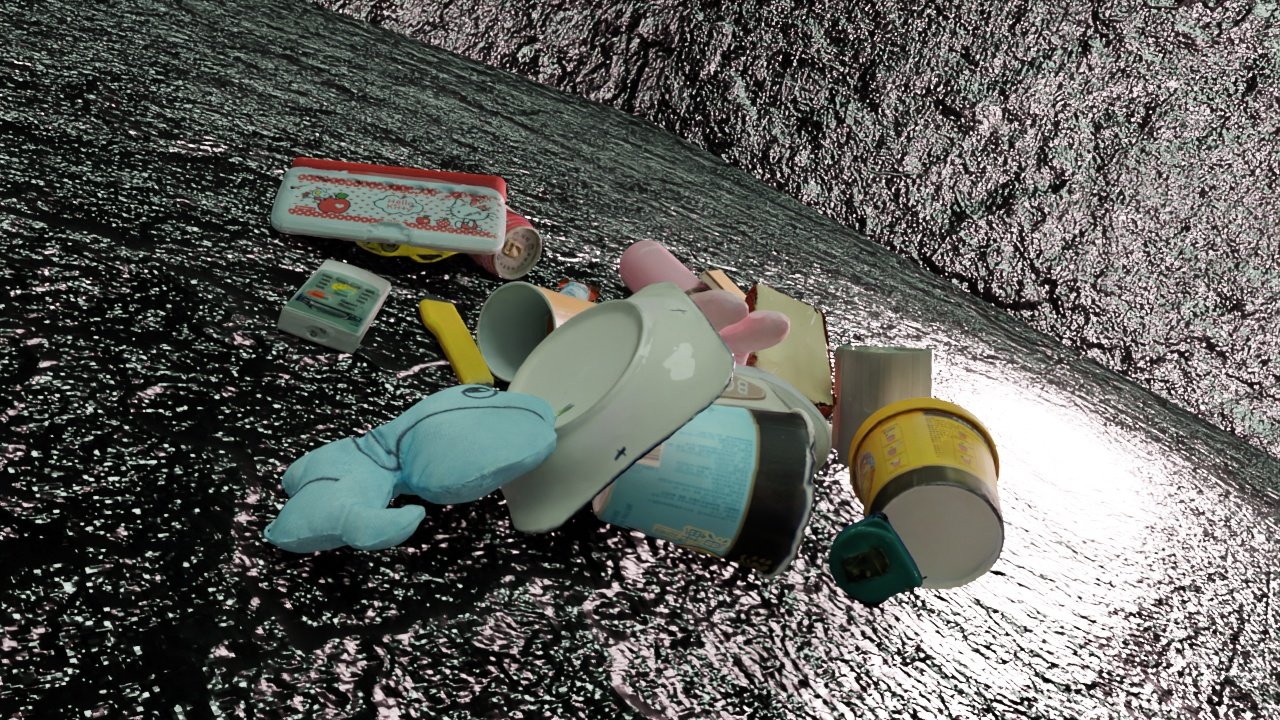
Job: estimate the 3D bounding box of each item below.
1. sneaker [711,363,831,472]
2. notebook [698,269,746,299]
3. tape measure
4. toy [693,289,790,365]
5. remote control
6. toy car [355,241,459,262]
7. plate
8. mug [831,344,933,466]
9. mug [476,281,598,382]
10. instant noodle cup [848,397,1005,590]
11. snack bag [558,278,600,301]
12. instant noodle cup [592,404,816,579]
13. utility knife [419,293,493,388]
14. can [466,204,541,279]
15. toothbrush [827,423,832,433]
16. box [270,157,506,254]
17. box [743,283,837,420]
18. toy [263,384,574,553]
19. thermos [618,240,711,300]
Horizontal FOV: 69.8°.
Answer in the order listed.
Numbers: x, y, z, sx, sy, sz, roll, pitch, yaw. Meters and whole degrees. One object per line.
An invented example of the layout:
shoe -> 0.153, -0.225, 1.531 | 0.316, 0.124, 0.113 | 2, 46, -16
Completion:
sneaker -> 0.049, 0.046, 0.676 | 0.242, 0.089, 0.090 | 15, 13, -21
notebook -> 0.134, -0.051, 1.070 | 0.149, 0.012, 0.211 | 45, 11, 2
tape measure -> 0.156, 0.137, 0.621 | 0.058, 0.055, 0.025 | 59, 19, 0
toy -> 0.044, -0.008, 0.742 | 0.121, 0.160, 0.054 | 21, 52, -36
remote control -> -0.228, -0.044, 0.695 | 0.056, 0.019, 0.135 | 20, 19, -12
toy car -> -0.220, -0.112, 0.876 | 0.105, 0.032, 0.048 | -4, 26, -34
plate -> -0.032, 0.013, 0.564 | 0.034, 0.164, 0.164 | 48, 5, -30
mug -> 0.211, 0.039, 0.831 | 0.083, 0.103, 0.124 | -2, 6, -19
mug -> -0.065, -0.019, 0.755 | 0.078, 0.078, 0.122 | 34, 15, 28
instant noodle cup -> 0.223, 0.105, 0.709 | 0.118, 0.119, 0.114 | 24, 25, -1
snack bag -> -0.069, -0.062, 0.935 | 0.048, 0.026, 0.104 | 13, 18, 3
instant noodle cup -> 0.035, 0.073, 0.584 | 0.120, 0.111, 0.111 | 12, 20, -9
utility knife -> -0.148, -0.015, 0.722 | 0.033, 0.015, 0.153 | 6, 26, -29
can -> -0.154, -0.131, 0.955 | 0.094, 0.067, 0.066 | 38, 22, 35
toothbrush -> 0.239, 0.097, 0.896 | 0.189, 0.020, 0.029 | 27, -12, 10
box -> -0.226, -0.151, 0.853 | 0.201, 0.065, 0.159 | 4, 26, -10
box -> 0.133, -0.004, 0.874 | 0.091, 0.078, 0.168 | 22, 36, -10
toy -> -0.108, 0.050, 0.482 | 0.156, 0.050, 0.161 | -8, 20, -9
thermos -> 0.031, -0.069, 1.034 | 0.087, 0.067, 0.198 | -13, 33, -17
